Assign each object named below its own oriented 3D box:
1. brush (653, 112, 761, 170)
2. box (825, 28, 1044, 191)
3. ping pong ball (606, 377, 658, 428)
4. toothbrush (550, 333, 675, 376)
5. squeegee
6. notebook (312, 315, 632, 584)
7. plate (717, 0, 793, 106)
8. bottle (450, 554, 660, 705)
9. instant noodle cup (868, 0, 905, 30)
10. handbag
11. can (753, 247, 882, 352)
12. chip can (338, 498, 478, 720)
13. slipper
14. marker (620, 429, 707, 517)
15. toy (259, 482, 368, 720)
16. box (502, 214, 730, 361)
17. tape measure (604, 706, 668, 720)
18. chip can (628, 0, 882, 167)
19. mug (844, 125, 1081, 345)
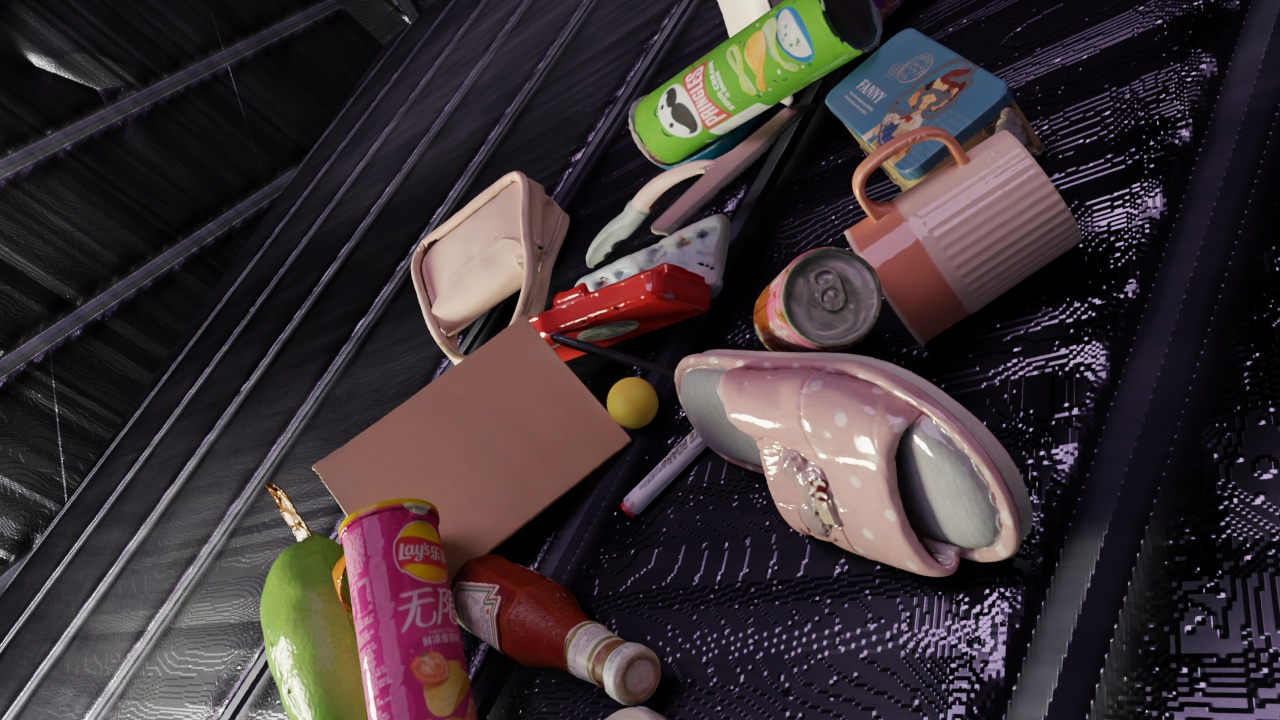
[{"bbox_3d":[0.062,-0.228,0.912,0.144,0.055,0.073,-21,65,43],"label":"brush"},{"bbox_3d":[0.203,-0.175,0.661,0.090,0.060,0.184,-40,33,13],"label":"box"},{"bbox_3d":[-0.006,0.033,0.715,0.040,0.040,0.040,-33,34,25],"label":"ping pong ball"},{"bbox_3d":[-0.004,0.004,0.712,0.181,0.015,0.018,18,78,35],"label":"toothbrush"},{"bbox_3d":[0.011,-0.144,0.859,0.250,0.040,0.246,-26,16,51],"label":"squeegee"},{"bbox_3d":[-0.134,0.075,0.727,0.211,0.012,0.149,-37,66,-11],"label":"notebook"},{"bbox_3d":[0.110,-0.324,0.855,0.034,0.164,0.164,-24,24,-1],"label":"plate"},{"bbox_3d":[-0.060,0.176,0.606,0.206,0.060,0.059,4,59,54],"label":"bottle"},{"bbox_3d":[0.190,-0.342,0.830,0.099,0.111,0.111,-52,29,14],"label":"instant noodle cup"},{"bbox_3d":[-0.167,-0.083,1.034,0.194,0.093,0.233,-35,41,22],"label":"handbag"},{"bbox_3d":[0.104,-0.032,0.563,0.058,0.058,0.147,-49,-2,0],"label":"can"},{"bbox_3d":[-0.151,0.201,0.612,0.072,0.071,0.210,-35,56,22],"label":"chip can"},{"bbox_3d":[0.090,0.049,0.510,0.054,0.114,0.275,-32,22,-21],"label":"slipper"},{"bbox_3d":[0.041,0.057,0.651,0.145,0.017,0.017,-45,30,6],"label":"marker"},{"bbox_3d":[-0.255,0.221,0.742,0.246,0.089,0.227,50,135,41],"label":"toy"},{"bbox_3d":[-0.021,-0.065,0.799,0.202,0.118,0.098,-18,70,43],"label":"box"},{"bbox_3d":[-0.003,0.225,0.501,0.066,0.033,0.065,-42,32,13],"label":"tape measure"},{"bbox_3d":[0.090,-0.242,0.783,0.237,0.072,0.072,-19,41,49],"label":"chip can"},{"bbox_3d":[0.179,-0.083,0.535,0.106,0.114,0.081,-34,18,19],"label":"mug"}]
